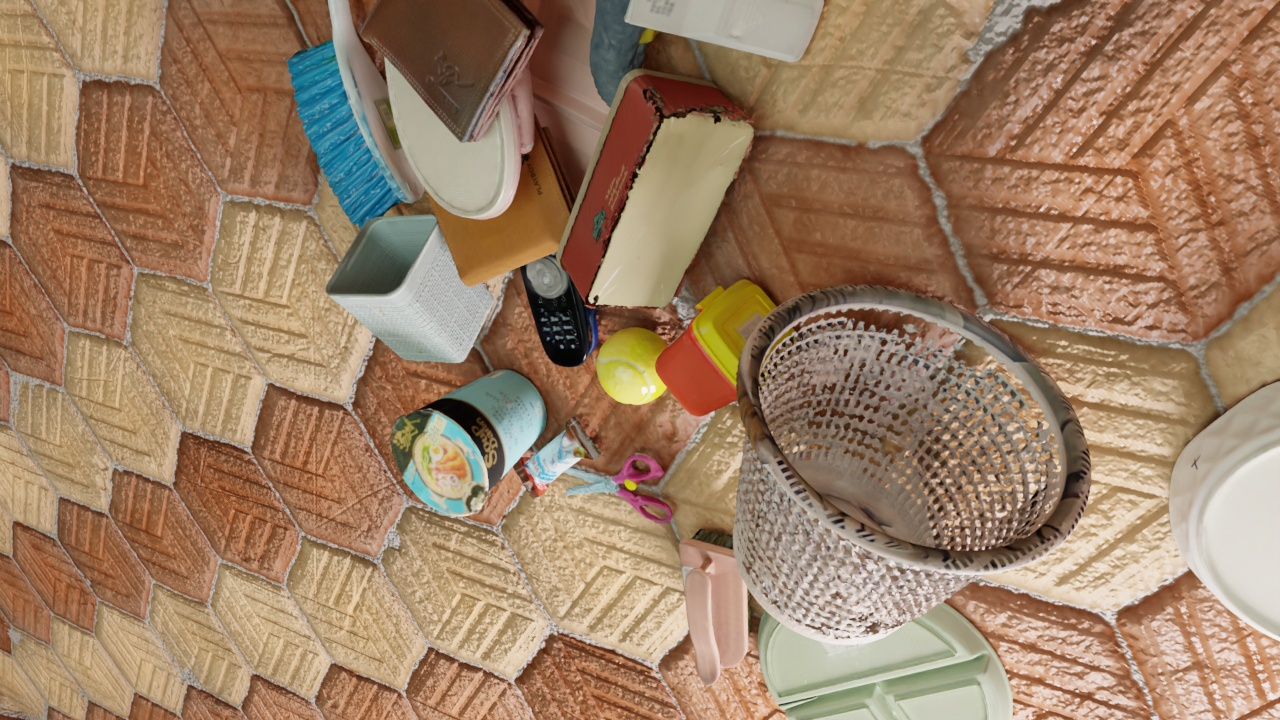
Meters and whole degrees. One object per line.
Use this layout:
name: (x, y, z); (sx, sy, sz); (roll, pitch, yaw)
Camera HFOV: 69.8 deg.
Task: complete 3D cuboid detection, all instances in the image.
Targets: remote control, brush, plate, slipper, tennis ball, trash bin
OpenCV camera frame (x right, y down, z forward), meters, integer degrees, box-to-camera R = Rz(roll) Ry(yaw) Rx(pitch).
remote control: (0.055, -0.227, 0.588); (0.125, 0.024, 0.049); (8, 129, -16)
brush: (-0.261, -0.275, 0.783); (0.110, 0.060, 0.314); (-13, 106, 30)
plate: (0.209, 0.289, 0.821); (0.230, 0.027, 0.230); (14, 121, 24)
remote control: (-0.073, -0.059, 0.784); (0.053, 0.024, 0.136); (2, 116, 31)
slipper: (-0.139, -0.243, 0.684); (0.114, 0.054, 0.274); (-5, 101, 30)
tennis ball: (-0.005, 0.004, 0.768); (0.065, 0.065, 0.066); (14, 122, 24)
trash bin: (0.157, 0.091, 0.641); (0.227, 0.226, 0.193); (29, 139, 15)
plate: (0.444, 0.106, 0.567); (0.205, 0.045, 0.205); (14, 121, 24)
brush: (0.068, 0.230, 0.845); (0.063, 0.072, 0.146); (10, 122, 26)
plate: (-0.103, -0.223, 0.728); (0.230, 0.028, 0.230); (15, 123, 24)

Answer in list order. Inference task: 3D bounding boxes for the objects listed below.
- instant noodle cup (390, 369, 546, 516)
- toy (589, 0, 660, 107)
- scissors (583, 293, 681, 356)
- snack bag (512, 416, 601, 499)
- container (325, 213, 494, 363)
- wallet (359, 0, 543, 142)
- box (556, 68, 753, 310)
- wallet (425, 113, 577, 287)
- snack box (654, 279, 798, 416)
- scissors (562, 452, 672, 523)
instant noodle cup: (-0.151, 0.068, 0.858); (0.111, 0.120, 0.111); (14, 121, 25)
toy: (-0.034, -0.348, 0.578); (0.138, 0.091, 0.356); (-8, 106, 46)
scissors: (-0.047, -0.068, 0.790); (0.162, 0.012, 0.176); (33, 126, 11)
snack bag: (-0.083, 0.095, 0.890); (0.104, 0.026, 0.048); (-35, 89, 40)
container: (-0.199, -0.059, 0.818); (0.090, 0.090, 0.111); (3, 147, 30)
wallet: (-0.134, -0.226, 0.635); (0.124, 0.032, 0.101); (48, 122, 12)
box: (0.012, -0.113, 0.663); (0.076, 0.091, 0.169); (58, 136, 38)
wallet: (-0.112, -0.128, 0.741); (0.132, 0.031, 0.108); (-17, 99, 34)
snack box: (0.063, -0.007, 0.709); (0.082, 0.091, 0.080); (52, 136, -2)
scissors: (-0.023, 0.128, 0.882); (0.138, 0.017, 0.093); (-17, 107, 41)
